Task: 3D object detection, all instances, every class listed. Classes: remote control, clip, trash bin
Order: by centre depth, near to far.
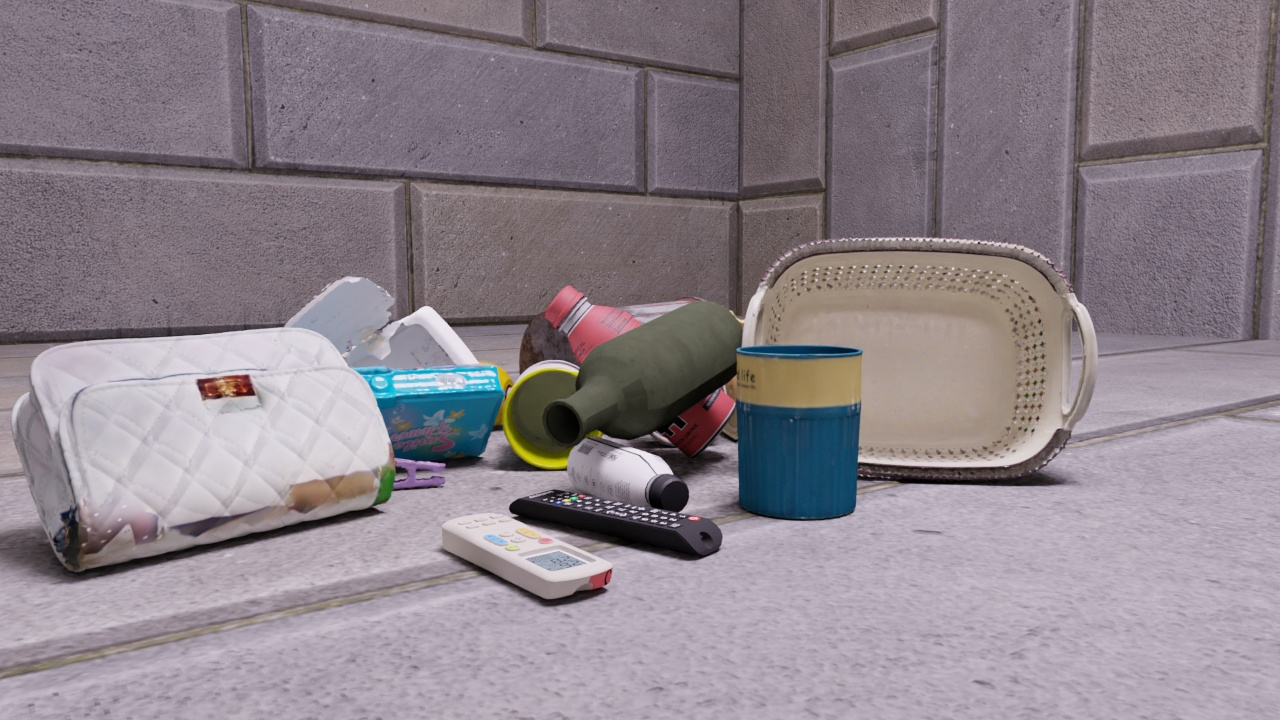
[{"bbox_3d":[-0.064,0.101,0.485,0.038,0.018,0.126,-5,7,-38],"label":"remote control"},{"bbox_3d":[-0.019,0.096,0.553,0.147,0.015,0.033,4,7,38],"label":"remote control"},{"bbox_3d":[-0.168,0.082,0.672,0.051,0.033,0.013,-1,5,-14],"label":"clip"},{"bbox_3d":[-0.006,0.002,0.967,0.210,0.131,0.131,-7,8,-40],"label":"trash bin"}]

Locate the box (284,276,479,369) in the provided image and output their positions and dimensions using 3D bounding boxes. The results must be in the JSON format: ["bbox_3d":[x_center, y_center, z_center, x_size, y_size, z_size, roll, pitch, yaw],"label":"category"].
[{"bbox_3d":[-0.220,-0.006,0.787,0.111,0.189,0.101,-40,29,-1],"label":"box"}]

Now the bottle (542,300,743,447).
[{"bbox_3d":[0.004,0.012,0.654,0.072,0.071,0.206,3,17,31],"label":"bottle"}]

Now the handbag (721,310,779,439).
[{"bbox_3d":[0.113,0.015,0.885,0.081,0.119,0.111,-3,10,-15],"label":"handbag"}]

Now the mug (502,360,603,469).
[{"bbox_3d":[-0.073,0.043,0.778,0.082,0.082,0.106,-1,4,-5],"label":"mug"}]

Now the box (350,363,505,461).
[{"bbox_3d":[-0.225,0.047,0.717,0.226,0.094,0.039,-3,49,-28],"label":"box"}]

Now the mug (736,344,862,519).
[{"bbox_3d":[0.108,0.043,0.626,0.083,0.107,0.113,-1,5,10],"label":"mug"}]

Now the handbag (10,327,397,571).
[{"bbox_3d":[-0.259,0.045,0.559,0.194,0.138,0.073,-9,-33,-48],"label":"handbag"}]

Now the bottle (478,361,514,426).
[{"bbox_3d":[-0.197,0.035,0.938,0.164,0.071,0.071,1,6,14],"label":"bottle"}]

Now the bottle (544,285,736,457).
[{"bbox_3d":[-0.005,0.005,0.776,0.176,0.062,0.062,40,6,-1],"label":"bottle"}]

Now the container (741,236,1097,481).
[{"bbox_3d":[0.210,0.003,0.736,0.252,0.184,0.143,2,-6,9],"label":"container"}]

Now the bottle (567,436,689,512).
[{"bbox_3d":[-0.007,0.078,0.606,0.041,0.041,0.116,-3,6,-29],"label":"bottle"}]

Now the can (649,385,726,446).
[{"bbox_3d":[0.034,0.034,0.841,0.086,0.086,0.043,-1,5,-4],"label":"can"}]
